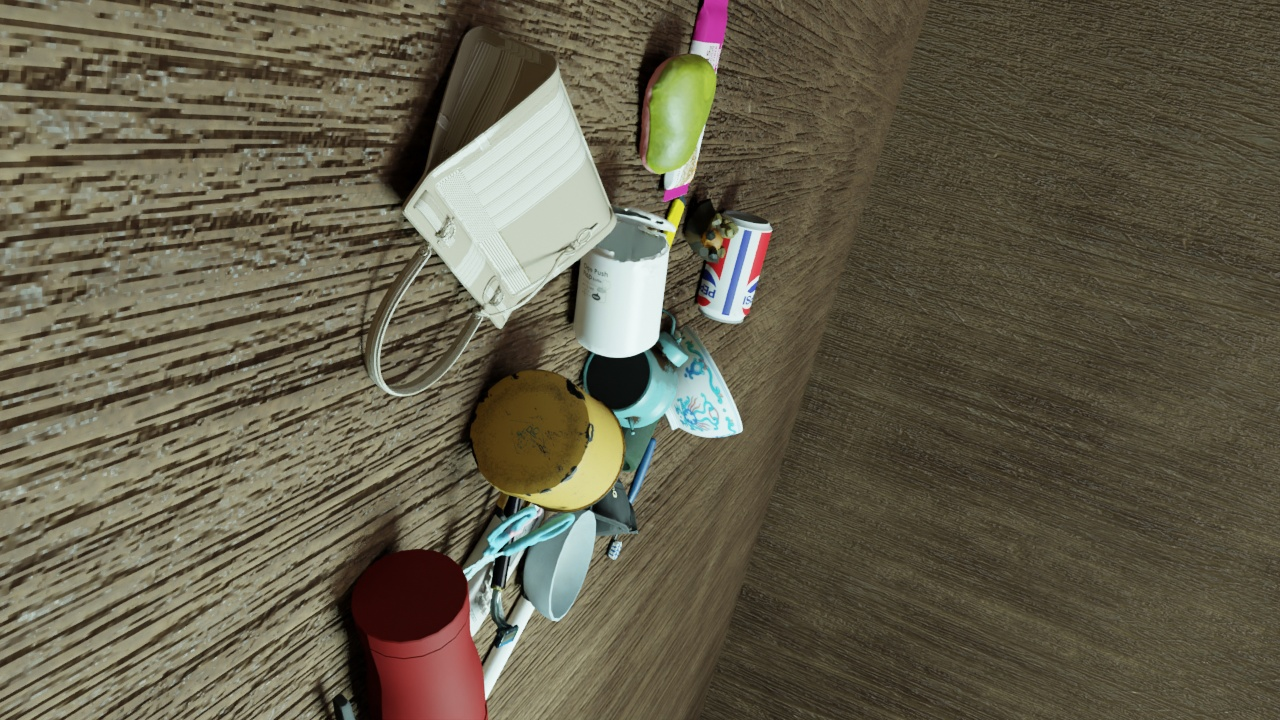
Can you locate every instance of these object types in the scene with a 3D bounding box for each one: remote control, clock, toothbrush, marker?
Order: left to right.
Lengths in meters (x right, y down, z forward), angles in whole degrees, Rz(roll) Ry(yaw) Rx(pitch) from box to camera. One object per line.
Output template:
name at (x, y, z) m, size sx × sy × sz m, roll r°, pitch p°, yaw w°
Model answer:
remote control at (-0.125, 0.170, 0.797) m, size 0.060 × 0.025 × 0.138 m, roll 88°, pitch 27°, yaw -53°
marker at (-0.140, 0.292, 0.907) m, size 0.020 × 0.020 × 0.141 m, roll 84°, pitch 30°, yaw -57°
toothbrush at (-0.011, 0.182, 1.212) m, size 0.014 × 0.014 × 0.167 m, roll 24°, pitch 86°, yaw -63°
clock at (-0.005, 0.005, 0.888) m, size 0.053 × 0.090 × 0.124 m, roll 28°, pitch 82°, yaw -64°

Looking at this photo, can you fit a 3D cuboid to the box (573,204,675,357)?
box at (-0.013, -0.078, 0.785) m, size 0.089 × 0.080 × 0.143 m, roll -31°, pitch 140°, yaw -42°

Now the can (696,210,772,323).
can at (0.119, -0.120, 1.178) m, size 0.070 × 0.070 × 0.132 m, roll -36°, pitch 142°, yaw -63°

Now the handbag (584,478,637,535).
handbag at (-0.037, 0.153, 1.000) m, size 0.128 × 0.054 × 0.079 m, roll 42°, pitch 38°, yaw -74°

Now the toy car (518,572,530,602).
toy car at (-0.089, 0.207, 0.945) m, size 0.111 × 0.034 × 0.046 m, roll -35°, pitch 142°, yaw -64°

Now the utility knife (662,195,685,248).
utility knife at (0.008, -0.072, 0.965) m, size 0.030 × 0.019 × 0.223 m, roll 33°, pitch 73°, yaw -68°

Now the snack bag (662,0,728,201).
snack bag at (0.055, -0.255, 0.900) m, size 0.070 × 0.016 × 0.197 m, roll -35°, pitch 141°, yaw -61°

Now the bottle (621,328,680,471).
bottle at (0.005, 0.037, 1.018) m, size 0.055 × 0.055 × 0.173 m, roll 81°, pitch 31°, yaw -59°

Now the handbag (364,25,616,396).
handbag at (-0.104, -0.067, 0.566) m, size 0.197 × 0.062 × 0.176 m, roll -58°, pitch 161°, yaw -12°

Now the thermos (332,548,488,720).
thermos at (-0.164, 0.235, 0.657) m, size 0.107 × 0.084 × 0.199 m, roll -32°, pitch 141°, yaw -36°

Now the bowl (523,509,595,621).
bowl at (-0.081, 0.188, 0.866) m, size 0.106 × 0.039 × 0.106 m, roll 15°, pitch 89°, yaw -74°

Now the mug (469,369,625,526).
mug at (-0.077, 0.073, 0.712) m, size 0.123 × 0.100 × 0.094 m, roll -61°, pitch 161°, yaw -7°

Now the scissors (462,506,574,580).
scissors at (-0.105, 0.148, 0.721) m, size 0.111 × 0.015 × 0.141 m, roll -3°, pitch 149°, yaw -50°

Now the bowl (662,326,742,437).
bowl at (0.057, 0.039, 1.113) m, size 0.074 × 0.144 × 0.144 m, roll -27°, pitch 156°, yaw -4°

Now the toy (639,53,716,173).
toy at (0.030, -0.214, 0.806) m, size 0.089 × 0.051 × 0.110 m, roll -39°, pitch 148°, yaw -57°

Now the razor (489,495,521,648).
razor at (-0.111, 0.162, 0.762) m, size 0.043 × 0.022 × 0.144 m, roll 52°, pitch 41°, yaw -78°

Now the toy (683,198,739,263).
toy at (0.079, -0.140, 1.026) m, size 0.100 × 0.063 × 0.076 m, roll -78°, pitch 161°, yaw -63°
